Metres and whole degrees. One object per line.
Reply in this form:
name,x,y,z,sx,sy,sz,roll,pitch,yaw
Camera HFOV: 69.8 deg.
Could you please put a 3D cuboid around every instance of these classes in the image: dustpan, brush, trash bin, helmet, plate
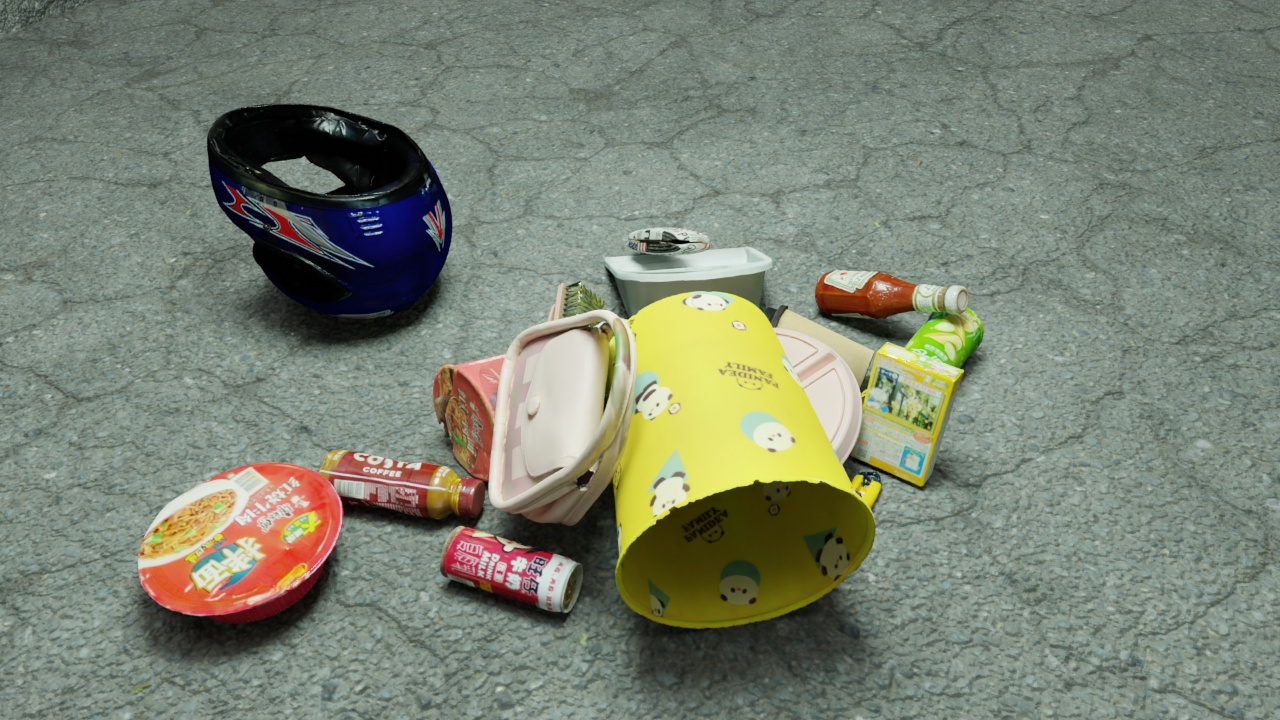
dustpan,0.067,-0.132,1.236,0.222,0.143,0.257,-5,41,-3
brush,-0.090,-0.027,1.166,0.073,0.063,0.145,-23,46,32
trash bin,0.071,0.084,0.877,0.229,0.230,0.254,-7,47,-6
helmet,-0.411,-0.185,1.233,0.315,0.241,0.246,19,44,8
plate,0.129,0.056,1.024,0.230,0.028,0.229,-10,55,15

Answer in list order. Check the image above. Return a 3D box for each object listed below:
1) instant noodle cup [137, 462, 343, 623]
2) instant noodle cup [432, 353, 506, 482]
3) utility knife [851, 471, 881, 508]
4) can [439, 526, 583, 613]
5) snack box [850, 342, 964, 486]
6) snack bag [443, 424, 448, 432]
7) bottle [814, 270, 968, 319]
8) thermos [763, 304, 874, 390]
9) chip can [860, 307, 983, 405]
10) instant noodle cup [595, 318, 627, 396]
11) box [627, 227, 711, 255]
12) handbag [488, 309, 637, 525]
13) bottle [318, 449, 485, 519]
instant noodle cup,-0.391,0.191,0.922,0.194,0.066,0.193,-1,40,1
instant noodle cup,-0.151,0.053,1.031,0.108,0.138,0.138,-23,43,-35
utility knife,0.212,0.170,0.958,0.033,0.015,0.171,19,44,28
can,-0.126,0.205,0.901,0.133,0.053,0.053,13,42,17
snack box,0.285,0.059,0.992,0.087,0.141,0.033,23,36,28
snack bag,-0.204,0.048,1.116,0.048,0.026,0.104,8,39,2
bottle,0.318,-0.082,1.172,0.059,0.060,0.206,-34,26,-33
thermos,0.208,-0.008,1.124,0.143,0.093,0.092,20,44,14
chip can,0.340,0.009,1.103,0.073,0.073,0.220,25,47,29
instant noodle cup,-0.006,0.006,1.076,0.099,0.099,0.110,-23,20,-23
box,0.039,-0.171,1.291,0.068,0.051,0.164,14,-1,-32
handbag,-0.060,0.042,0.869,0.093,0.235,0.193,15,65,-24
bottle,-0.256,0.136,0.988,0.175,0.058,0.057,8,40,11
